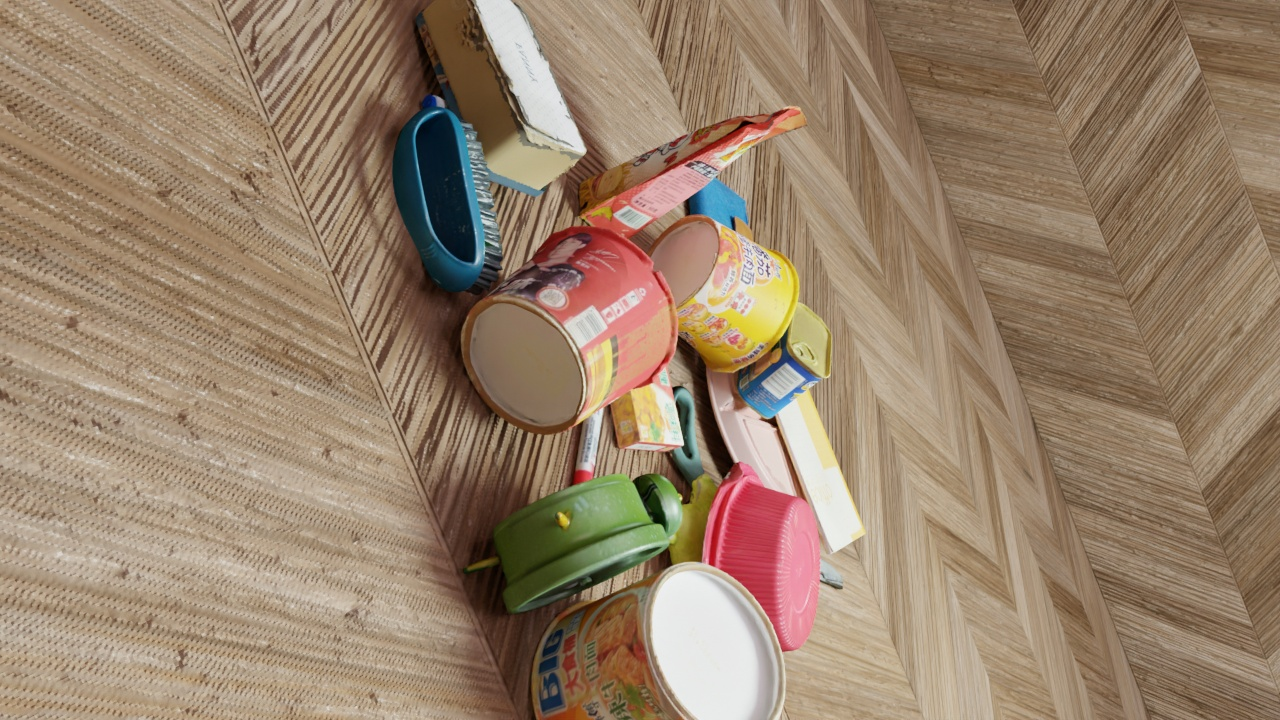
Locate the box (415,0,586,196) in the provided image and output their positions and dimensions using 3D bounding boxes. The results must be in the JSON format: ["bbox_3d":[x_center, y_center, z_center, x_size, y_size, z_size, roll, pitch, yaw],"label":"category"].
[{"bbox_3d":[-0.111,-0.218,0.743,0.089,0.064,0.184,11,53,-56],"label":"box"}]

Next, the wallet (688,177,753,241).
[{"bbox_3d":[0.097,-0.159,1.106,0.106,0.040,0.132,28,50,-43],"label":"wallet"}]

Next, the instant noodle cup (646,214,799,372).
[{"bbox_3d":[0.072,-0.074,0.922,0.109,0.138,0.137,29,48,-38],"label":"instant noodle cup"}]

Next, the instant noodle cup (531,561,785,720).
[{"bbox_3d":[0.019,0.214,0.622,0.151,0.112,0.151,26,42,-27],"label":"instant noodle cup"}]

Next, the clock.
[{"bbox_3d":[-0.034,0.123,0.634,0.161,0.116,0.056,1,61,-56],"label":"clock"}]

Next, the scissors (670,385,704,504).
[{"bbox_3d":[0.073,0.106,0.916,0.169,0.019,0.174,6,66,-59],"label":"scissors"}]

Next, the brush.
[{"bbox_3d":[-0.144,-0.118,0.661,0.073,0.055,0.143,11,63,-58],"label":"brush"}]

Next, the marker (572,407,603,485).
[{"bbox_3d":[-0.041,0.056,0.761,0.017,0.017,0.145,44,38,-36],"label":"marker"}]

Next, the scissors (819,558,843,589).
[{"bbox_3d":[0.180,0.237,1.013,0.209,0.015,0.181,58,30,-18],"label":"scissors"}]

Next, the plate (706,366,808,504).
[{"bbox_3d":[0.143,0.070,1.024,0.229,0.028,0.229,44,32,-38],"label":"plate"}]

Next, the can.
[{"bbox_3d":[0.148,0.001,0.951,0.057,0.083,0.101,38,34,-14],"label":"can"}]

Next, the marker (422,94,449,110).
[{"bbox_3d":[-0.126,-0.190,0.775,0.145,0.017,0.017,17,58,-54],"label":"marker"}]

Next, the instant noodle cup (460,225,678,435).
[{"bbox_3d":[-0.057,-0.019,0.673,0.108,0.138,0.138,-40,107,-50],"label":"instant noodle cup"}]

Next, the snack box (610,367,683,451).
[{"bbox_3d":[-0.005,0.005,0.841,0.077,0.027,0.155,13,61,-57],"label":"snack box"}]

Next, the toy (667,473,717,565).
[{"bbox_3d":[0.055,0.151,0.824,0.096,0.031,0.100,42,50,-37],"label":"toy"}]

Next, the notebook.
[{"bbox_3d":[0.199,0.111,1.049,0.145,0.010,0.206,3,65,-62],"label":"notebook"}]

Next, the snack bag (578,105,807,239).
[{"bbox_3d":[0.045,-0.181,0.858,0.128,0.208,0.073,-28,95,-59],"label":"snack bag"}]

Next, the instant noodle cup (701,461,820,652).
[{"bbox_3d":[0.117,0.191,0.836,0.193,0.066,0.193,10,79,-63],"label":"instant noodle cup"}]
